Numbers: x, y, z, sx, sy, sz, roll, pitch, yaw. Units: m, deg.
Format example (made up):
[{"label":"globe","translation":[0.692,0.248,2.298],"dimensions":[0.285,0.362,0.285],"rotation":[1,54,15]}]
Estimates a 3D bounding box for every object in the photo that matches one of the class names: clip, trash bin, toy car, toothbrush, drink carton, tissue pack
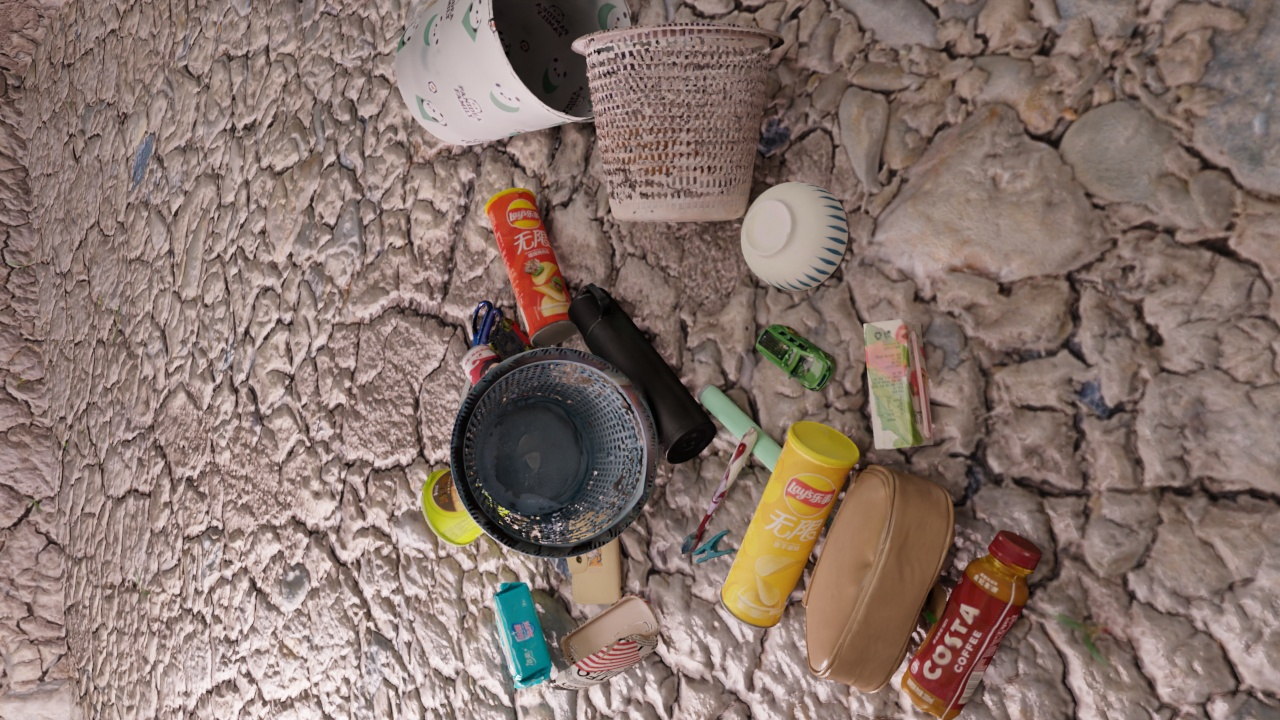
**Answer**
[{"label":"clip","translation":[0.082,0.213,1.036],"dimensions":[0.056,0.013,0.039],"rotation":[-33,65,32]},{"label":"trash bin","translation":[0.041,-0.250,0.999],"dimensions":[0.228,0.226,0.192],"rotation":[8,104,41]},{"label":"toy car","translation":[0.163,-0.004,0.972],"dimensions":[0.091,0.036,0.043],"rotation":[38,109,32]},{"label":"toothbrush","translation":[0.140,0.101,0.988],"dimensions":[0.224,0.026,0.027],"rotation":[45,114,34]},{"label":"trash bin","translation":[-0.112,0.108,1.072],"dimensions":[0.195,0.226,0.226],"rotation":[156,114,-75]},{"label":"drink carton","translation":[0.250,0.023,0.882],"dimensions":[0.046,0.053,0.122],"rotation":[-10,80,39]},{"label":"tissue pack","translation":[-0.154,0.350,1.175],"dimensions":[0.093,0.050,0.133],"rotation":[108,145,-62]},{"label":"trash bin","translation":[-0.174,-0.394,1.183],"dimensions":[0.252,0.229,0.229],"rotation":[-4,83,45]},{"label":"toy car","translation":[-0.170,-0.014,1.260],"dimensions":[0.106,0.031,0.049],"rotation":[47,116,35]},{"label":"toothbrush","translation":[0.085,0.147,1.016],"dimensions":[0.016,0.017,0.188],"rotation":[45,125,34]}]

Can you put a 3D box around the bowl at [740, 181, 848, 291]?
[{"label":"bowl","translation":[0.153,-0.135,0.971],"dimensions":[0.117,0.066,0.116],"rotation":[-5,82,41]}]

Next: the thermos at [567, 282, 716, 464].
[{"label":"thermos","translation":[-0.006,0.006,1.082],"dimensions":[0.068,0.090,0.242],"rotation":[-30,59,-12]}]

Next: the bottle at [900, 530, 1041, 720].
[{"label":"bottle","translation":[0.297,0.235,0.819],"dimensions":[0.057,0.057,0.175],"rotation":[35,108,37]}]

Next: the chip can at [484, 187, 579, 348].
[{"label":"chip can","translation":[-0.145,-0.125,1.222],"dimensions":[0.073,0.073,0.216],"rotation":[-35,64,33]}]

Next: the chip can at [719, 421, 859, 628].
[{"label":"chip can","translation":[0.146,0.167,0.922],"dimensions":[0.072,0.071,0.214],"rotation":[39,121,36]}]

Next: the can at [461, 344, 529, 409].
[{"label":"can","translation":[-0.194,0.037,1.261],"dimensions":[0.132,0.053,0.053],"rotation":[47,115,33]}]

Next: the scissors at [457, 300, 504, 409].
[{"label":"scissors","translation":[-0.247,-0.008,1.340],"dimensions":[0.175,0.012,0.108],"rotation":[-48,60,28]}]

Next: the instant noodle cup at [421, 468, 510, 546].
[{"label":"instant noodle cup","translation":[-0.213,0.178,1.238],"dimensions":[0.124,0.111,0.111],"rotation":[-28,68,27]}]

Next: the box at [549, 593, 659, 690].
[{"label":"box","translation":[-0.044,0.337,1.101],"dimensions":[0.163,0.076,0.088],"rotation":[-43,43,32]}]

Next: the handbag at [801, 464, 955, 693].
[{"label":"handbag","translation":[0.220,0.197,0.850],"dimensions":[0.147,0.100,0.205],"rotation":[-95,24,-76]}]

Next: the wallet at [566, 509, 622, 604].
[{"label":"wallet","translation":[-0.061,0.246,1.149],"dimensions":[0.087,0.024,0.115],"rotation":[-12,79,41]}]
